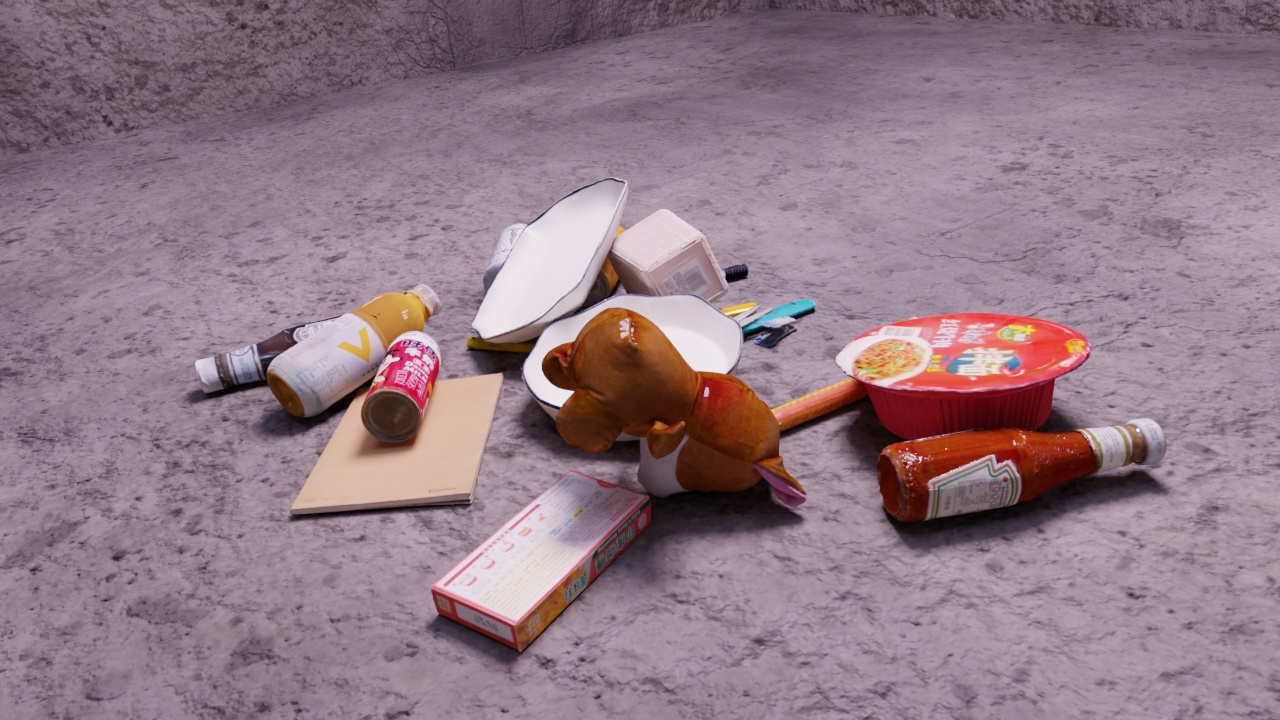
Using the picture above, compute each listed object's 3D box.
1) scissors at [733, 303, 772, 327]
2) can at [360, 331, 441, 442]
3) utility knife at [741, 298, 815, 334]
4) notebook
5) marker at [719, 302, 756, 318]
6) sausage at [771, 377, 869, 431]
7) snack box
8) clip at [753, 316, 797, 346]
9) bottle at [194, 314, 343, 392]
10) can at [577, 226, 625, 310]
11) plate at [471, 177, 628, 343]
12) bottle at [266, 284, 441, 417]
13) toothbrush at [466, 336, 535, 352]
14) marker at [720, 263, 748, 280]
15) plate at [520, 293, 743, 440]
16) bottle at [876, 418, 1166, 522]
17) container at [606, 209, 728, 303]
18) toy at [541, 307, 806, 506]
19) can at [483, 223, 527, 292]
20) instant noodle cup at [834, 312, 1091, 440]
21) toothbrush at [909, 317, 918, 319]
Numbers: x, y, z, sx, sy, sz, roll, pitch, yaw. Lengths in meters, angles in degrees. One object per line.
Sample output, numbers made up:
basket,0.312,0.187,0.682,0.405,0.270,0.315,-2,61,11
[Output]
scissors,0.058,-0.023,0.939,0.125,0.012,0.173,6,35,28
can,-0.221,0.021,0.861,0.053,0.053,0.132,-6,26,0
utility knife,0.124,-0.043,0.980,0.151,0.013,0.029,-19,32,-24
notebook,-0.211,0.071,0.833,0.149,0.012,0.211,-5,26,2
marker,0.067,-0.042,0.992,0.123,0.015,0.018,-13,26,-8
sausage,0.173,0.032,0.814,0.165,0.021,0.021,-19,30,-24
snack box,-0.066,0.136,0.655,0.077,0.027,0.155,13,33,32
clip,0.143,-0.033,0.954,0.027,0.045,0.058,16,29,38
bottle,-0.371,-0.008,0.987,0.194,0.044,0.080,-17,31,-18
can,-0.050,-0.114,1.107,0.058,0.058,0.145,1,28,13
plate,-0.090,-0.108,1.009,0.162,0.034,0.264,-18,35,31
bottle,-0.283,-0.016,0.929,0.068,0.068,0.189,16,43,37
toothbrush,-0.098,-0.016,0.970,0.190,0.017,0.015,4,29,20
marker,0.067,-0.094,1.089,0.130,0.018,0.022,-14,19,-16
plate,-0.005,0.005,0.858,0.205,0.046,0.204,-8,34,5
bottle,0.279,0.074,0.670,0.206,0.060,0.059,-9,27,-6
container,0.030,-0.098,0.995,0.090,0.090,0.111,-32,26,-6
toy,0.026,0.048,0.696,0.199,0.131,0.140,22,23,-24
can,-0.158,-0.123,1.146,0.058,0.058,0.146,-5,27,3
instant noodle cup,0.262,0.017,0.756,0.194,0.066,0.193,-8,19,2
toothbrush,0.305,0.002,0.855,0.016,0.016,0.180,-19,31,-13
